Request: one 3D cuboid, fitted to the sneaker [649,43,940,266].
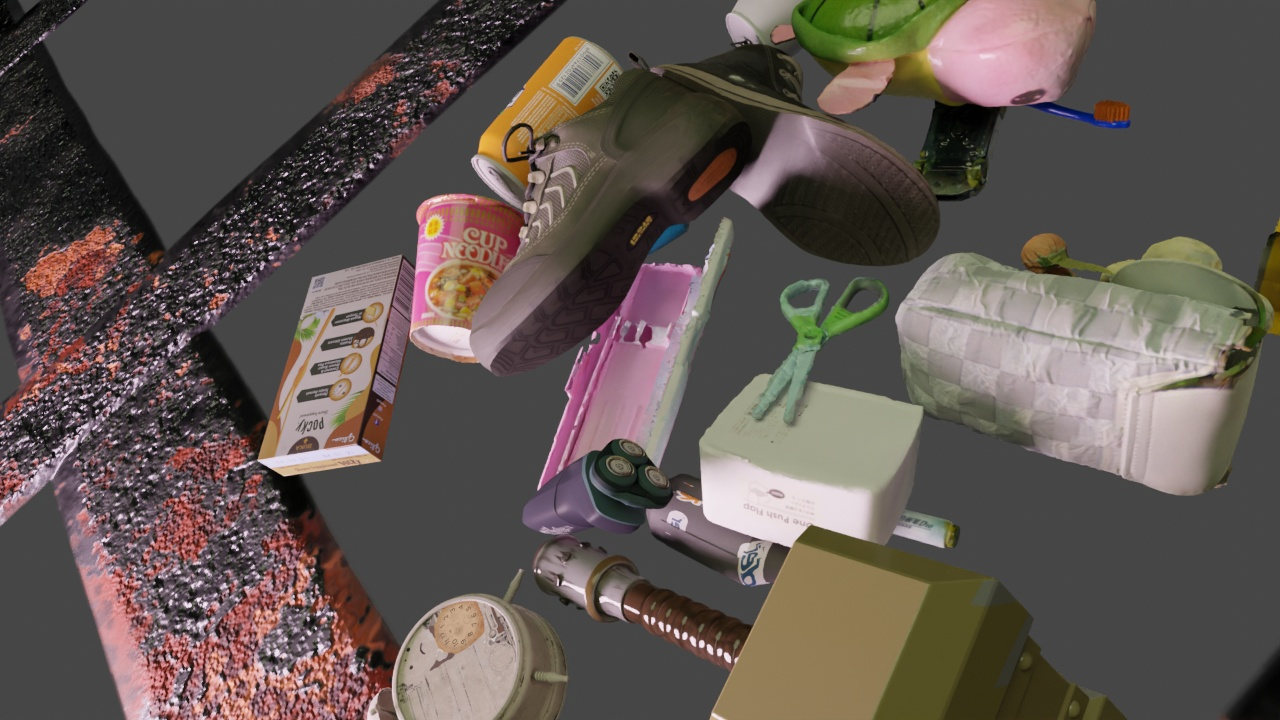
[{"bbox_3d":[0.115,-0.154,0.661,0.235,0.095,0.119,27,39,21],"label":"sneaker"}]

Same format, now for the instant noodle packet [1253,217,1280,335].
[{"bbox_3d":[0.443,-0.096,0.466,0.163,0.084,0.221,23,67,37],"label":"instant noodle packet"}]

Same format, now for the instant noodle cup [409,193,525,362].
[{"bbox_3d":[-0.140,-0.062,0.734,0.098,0.097,0.108,-5,65,25],"label":"instant noodle cup"}]

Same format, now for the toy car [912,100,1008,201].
[{"bbox_3d":[0.223,-0.152,0.637,0.048,0.033,0.105,10,67,33],"label":"toy car"}]

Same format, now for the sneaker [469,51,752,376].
[{"bbox_3d":[-0.055,-0.112,0.618,0.238,0.101,0.143,-46,70,7],"label":"sneaker"}]

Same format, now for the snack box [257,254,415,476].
[{"bbox_3d":[-0.253,0.002,0.785,0.101,0.031,0.185,-10,56,22],"label":"snack box"}]

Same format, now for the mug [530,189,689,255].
[{"bbox_3d":[-0.020,-0.119,0.720,0.104,0.084,0.112,-20,24,9],"label":"mug"}]

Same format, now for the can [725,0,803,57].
[{"bbox_3d":[0.127,-0.294,0.758,0.127,0.064,0.064,-40,50,-1],"label":"can"}]

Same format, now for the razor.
[{"bbox_3d":[-0.033,0.081,0.532,0.143,0.047,0.052,-34,43,55],"label":"razor"}]

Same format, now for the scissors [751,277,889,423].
[{"bbox_3d":[0.112,-0.011,0.567,0.078,0.033,0.175,4,36,21],"label":"scissors"}]

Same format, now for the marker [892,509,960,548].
[{"bbox_3d":[0.116,0.085,0.549,0.147,0.017,0.017,11,66,32],"label":"marker"}]

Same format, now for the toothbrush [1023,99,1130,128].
[{"bbox_3d":[0.259,-0.195,0.655,0.016,0.018,0.182,-33,46,-28],"label":"toothbrush"}]

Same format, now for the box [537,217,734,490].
[{"bbox_3d":[0.009,0.012,0.623,0.150,0.073,0.201,-14,50,52],"label":"box"}]

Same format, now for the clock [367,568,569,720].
[{"bbox_3d":[-0.121,0.206,0.565,0.157,0.061,0.103,-34,50,2],"label":"clock"}]

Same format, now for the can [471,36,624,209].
[{"bbox_3d":[-0.076,-0.205,0.796,0.079,0.079,0.142,28,75,37],"label":"can"}]

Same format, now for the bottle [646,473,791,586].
[{"bbox_3d":[0.055,0.105,0.549,0.112,0.047,0.047,19,70,36],"label":"bottle"}]

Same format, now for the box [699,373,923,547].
[{"bbox_3d":[0.098,0.065,0.528,0.107,0.076,0.102,14,32,26],"label":"box"}]

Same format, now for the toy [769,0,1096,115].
[{"bbox_3d":[0.187,-0.224,0.624,0.189,0.088,0.238,-25,38,-24],"label":"toy"}]

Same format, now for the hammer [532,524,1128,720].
[{"bbox_3d":[0.044,0.145,0.474,0.325,0.190,0.100,8,63,50],"label":"hammer"}]

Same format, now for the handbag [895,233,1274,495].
[{"bbox_3d":[0.232,-0.012,0.494,0.172,0.112,0.123,16,59,34],"label":"handbag"}]
